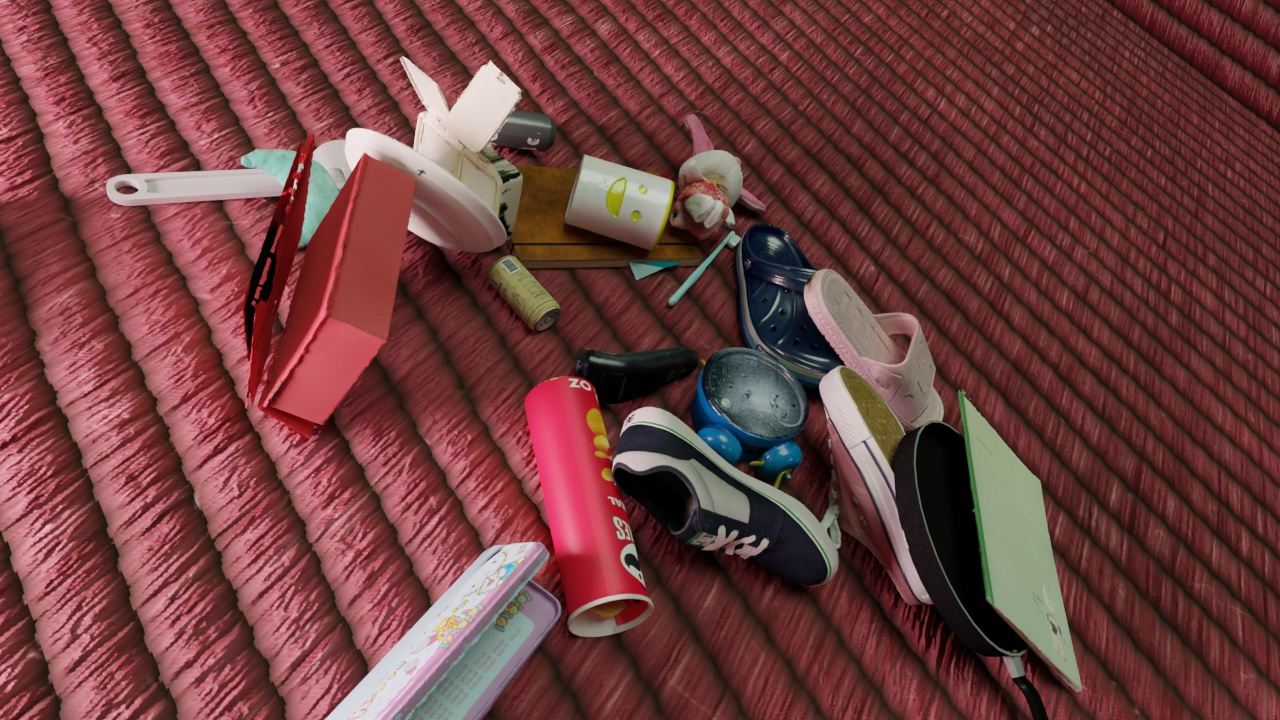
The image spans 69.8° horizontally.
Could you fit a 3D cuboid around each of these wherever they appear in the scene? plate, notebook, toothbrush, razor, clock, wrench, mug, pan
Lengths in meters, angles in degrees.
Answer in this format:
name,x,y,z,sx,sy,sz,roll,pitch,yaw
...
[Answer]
name,x,y,z,sx,sy,sz,roll,pitch,yaw
plate,-0.219,-0.156,0.907,0.182,0.182,0.034,30,77,3
notebook,-0.046,-0.166,1.084,0.248,0.014,0.178,-4,52,-27
toothbrush,0.077,-0.110,1.090,0.016,0.016,0.180,41,45,2
razor,-0.006,0.005,0.931,0.151,0.054,0.067,-12,40,-39
notebook,0.374,0.172,0.915,0.182,0.010,0.251,42,38,-27
clock,0.106,0.061,0.921,0.116,0.060,0.161,15,48,-13
wrench,-0.397,-0.191,0.947,0.272,0.018,0.086,-10,55,-29
mug,-0.024,-0.178,1.035,0.106,0.083,0.082,15,46,-9
pan,0.321,0.227,0.847,0.225,0.034,0.356,12,58,-48

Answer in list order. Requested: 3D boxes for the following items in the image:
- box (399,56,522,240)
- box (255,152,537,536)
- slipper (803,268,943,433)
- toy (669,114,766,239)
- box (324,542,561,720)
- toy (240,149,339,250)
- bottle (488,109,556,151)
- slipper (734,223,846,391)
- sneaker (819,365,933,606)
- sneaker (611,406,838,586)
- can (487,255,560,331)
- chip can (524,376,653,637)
name,x,y,z,sx,sy,sz,roll,pitch,yaw
box,-0.190,-0.222,0.943,0.143,0.192,0.068,40,47,22
box,-0.189,-0.006,0.851,0.325,0.153,0.213,40,33,-37
slipper,0.270,-0.010,0.994,0.239,0.065,0.094,45,45,-21
toy,0.086,-0.212,1.123,0.159,0.084,0.193,50,30,-15
box,-0.143,0.219,0.663,0.077,0.096,0.213,15,39,27
toy,-0.344,-0.165,0.918,0.084,0.033,0.105,-22,90,-39
bottle,-0.159,-0.282,1.115,0.112,0.047,0.047,1,50,-23
slipper,0.169,-0.078,1.051,0.105,0.095,0.252,8,45,-22
sneaker,0.220,0.126,0.896,0.118,0.088,0.241,-2,68,-53
sneaker,0.072,0.141,0.795,0.235,0.084,0.078,37,41,-12
can,-0.120,-0.069,0.947,0.038,0.038,0.079,-27,65,-39
chip can,-0.049,0.119,0.790,0.069,0.069,0.220,2,50,-23
